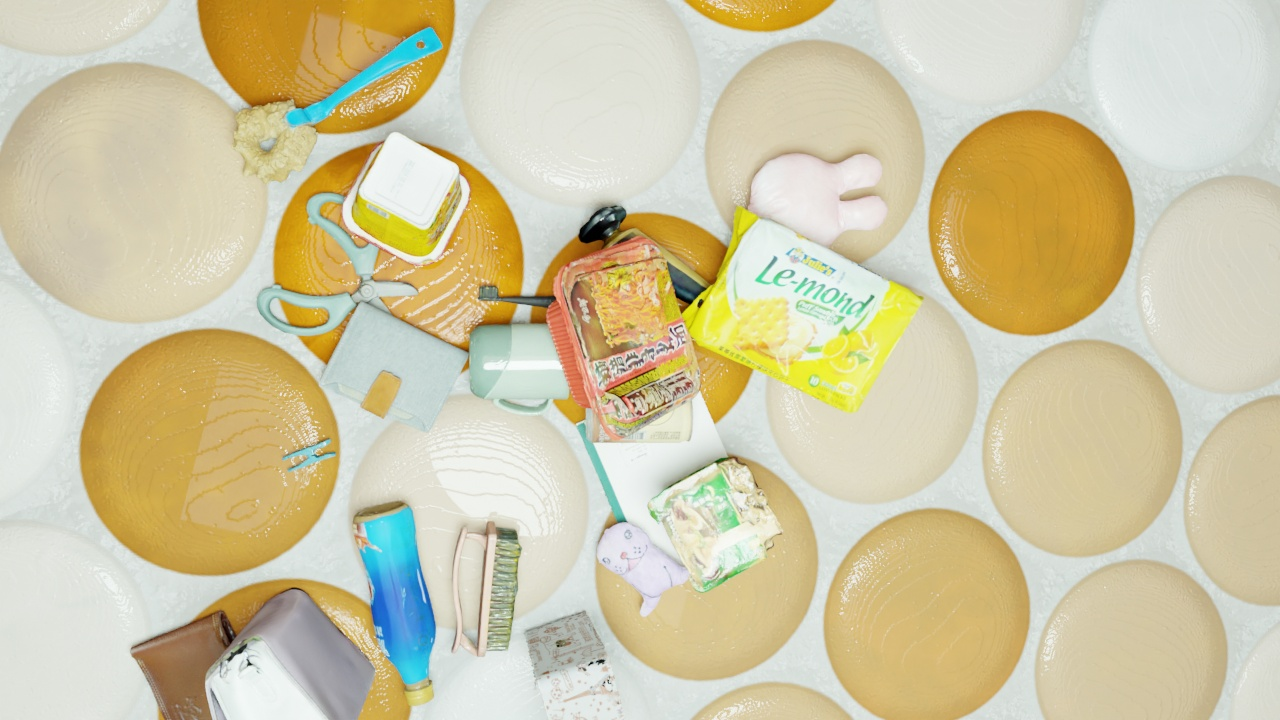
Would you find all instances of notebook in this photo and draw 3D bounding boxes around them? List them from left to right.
[{"bbox_3d":[0.033,0.139,1.065,0.150,0.012,0.209,-23,95,-5],"label":"notebook"}]

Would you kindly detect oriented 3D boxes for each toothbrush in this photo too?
[{"bbox_3d":[-0.076,-0.065,1.034,0.212,0.026,0.027,5,104,-8],"label":"toothbrush"}]

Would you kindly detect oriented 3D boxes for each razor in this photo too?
[{"bbox_3d":[0.011,-0.116,1.036,0.167,0.062,0.067,32,56,-13],"label":"razor"}]

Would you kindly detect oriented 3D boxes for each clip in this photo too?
[{"bbox_3d":[-0.363,0.104,1.006,0.057,0.014,0.045,-22,97,-8],"label":"clip"}]

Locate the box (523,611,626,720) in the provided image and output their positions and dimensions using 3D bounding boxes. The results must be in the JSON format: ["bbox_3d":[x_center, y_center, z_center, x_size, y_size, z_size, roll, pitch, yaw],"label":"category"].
[{"bbox_3d":[-0.114,0.383,0.972,0.197,0.181,0.157,-17,96,-8],"label":"box"}]

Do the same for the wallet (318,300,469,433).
[{"bbox_3d":[-0.268,0.011,0.997,0.129,0.037,0.106,27,90,-15],"label":"wallet"}]

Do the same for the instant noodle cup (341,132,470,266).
[{"bbox_3d":[-0.240,-0.172,0.948,0.116,0.124,0.116,28,81,-12],"label":"instant noodle cup"}]

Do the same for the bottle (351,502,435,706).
[{"bbox_3d":[-0.262,0.268,1.001,0.065,0.065,0.218,-11,94,-8],"label":"bottle"}]

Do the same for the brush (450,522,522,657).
[{"bbox_3d":[-0.174,0.256,1.016,0.073,0.063,0.145,6,93,-13],"label":"brush"}]

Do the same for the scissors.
[{"bbox_3d":[-0.342,-0.086,0.999,0.181,0.019,0.170,-33,98,-6],"label":"scissors"}]

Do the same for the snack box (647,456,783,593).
[{"bbox_3d":[0.079,0.169,1.013,0.117,0.105,0.118,-28,94,-2],"label":"snack box"}]

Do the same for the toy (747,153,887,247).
[{"bbox_3d":[0.202,-0.180,1.053,0.159,0.054,0.121,-9,101,-2],"label":"toy"}]

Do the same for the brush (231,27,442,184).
[{"bbox_3d":[-0.323,-0.277,0.974,0.254,0.046,0.083,-33,93,0],"label":"brush"}]

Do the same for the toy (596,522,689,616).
[{"bbox_3d":[-0.003,0.231,1.041,0.108,0.039,0.084,43,99,-7],"label":"toy"}]

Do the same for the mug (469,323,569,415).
[{"bbox_3d":[-0.133,0.013,1.008,0.106,0.082,0.112,-1,124,-9],"label":"mug"}]

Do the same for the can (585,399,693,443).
[{"bbox_3d":[-0.002,0.063,1.023,0.116,0.058,0.058,0,92,-6],"label":"can"}]

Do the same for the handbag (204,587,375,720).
[{"bbox_3d":[-0.353,0.322,0.925,0.098,0.197,0.145,-29,95,-7],"label":"handbag"}]

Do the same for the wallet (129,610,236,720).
[{"bbox_3d":[-0.478,0.345,0.993,0.101,0.032,0.124,-23,95,-4],"label":"wallet"}]

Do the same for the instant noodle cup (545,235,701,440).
[{"bbox_3d":[-0.024,-0.025,0.964,0.164,0.079,0.189,-25,100,-46],"label":"instant noodle cup"}]

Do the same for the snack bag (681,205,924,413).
[{"bbox_3d":[0.180,-0.053,1.033,0.246,0.068,0.158,24,103,-13],"label":"snack bag"}]
